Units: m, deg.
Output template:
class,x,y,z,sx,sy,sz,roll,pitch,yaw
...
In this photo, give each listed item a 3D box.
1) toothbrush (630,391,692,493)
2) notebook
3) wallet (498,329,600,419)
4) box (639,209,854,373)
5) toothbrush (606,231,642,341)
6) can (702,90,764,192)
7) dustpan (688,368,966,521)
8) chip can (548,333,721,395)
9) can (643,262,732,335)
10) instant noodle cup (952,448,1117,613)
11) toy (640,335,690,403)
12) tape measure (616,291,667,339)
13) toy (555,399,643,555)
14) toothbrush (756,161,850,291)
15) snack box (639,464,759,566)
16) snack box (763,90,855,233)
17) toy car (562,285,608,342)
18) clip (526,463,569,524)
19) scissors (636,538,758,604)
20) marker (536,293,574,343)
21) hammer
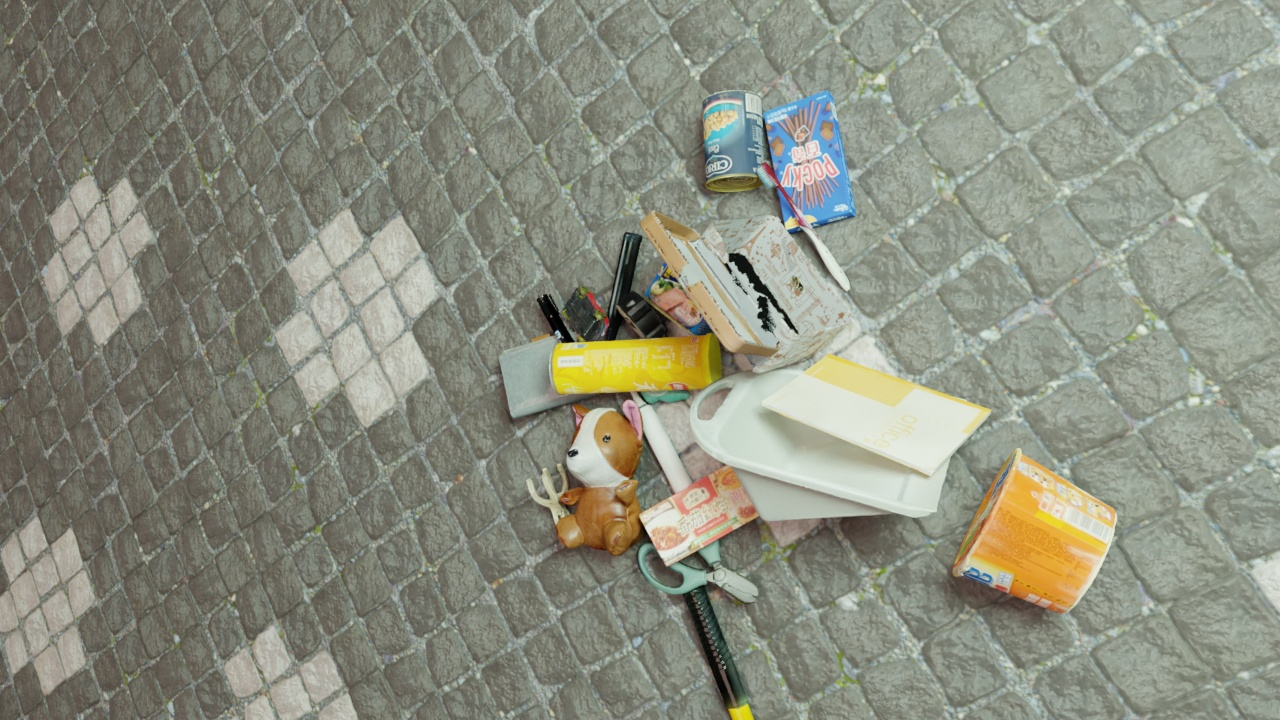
class,x,y,z,sx,sy,sz,roll,pitch,yaw
toothbrush,0.016,0.090,1.216,0.026,0.026,0.221,-23,74,-19
notebook,0.260,0.054,1.018,0.206,0.145,0.010,23,128,36
wallet,-0.128,0.015,1.285,0.130,0.037,0.106,-16,76,12
box,0.109,-0.080,1.035,0.178,0.260,0.103,56,131,18
toothbrush,-0.033,-0.068,1.242,0.027,0.026,0.212,13,91,14
can,0.117,-0.275,1.152,0.075,0.075,0.111,-4,85,27
dustpan,0.194,0.070,1.015,0.258,0.222,0.142,-18,108,35
chip can,-0.007,0.007,1.170,0.214,0.072,0.072,-3,86,18
can,0.066,-0.090,1.182,0.102,0.057,0.083,39,107,24
instant noodle cup,0.408,0.182,0.948,0.111,0.151,0.151,26,100,17
toy,0.018,0.012,1.216,0.097,0.030,0.092,-5,81,20
tape measure,-0.001,-0.058,1.206,0.033,0.066,0.066,-40,29,-4
toy,-0.053,0.150,1.204,0.140,0.130,0.199,-1,78,36
toothbrush,0.197,-0.160,1.111,0.017,0.016,0.187,-34,92,36
snack box,0.081,0.190,1.154,0.153,0.025,0.075,-30,78,7
snack box,0.208,-0.243,1.131,0.085,0.026,0.157,-13,82,26
toy car,-0.072,-0.058,1.248,0.049,0.031,0.106,-55,39,19
clip,-0.116,0.187,1.282,0.035,0.096,0.101,-21,120,24
scissors,0.064,0.274,1.160,0.129,0.019,0.185,-42,58,0
marker,-0.104,-0.033,1.257,0.132,0.022,0.020,60,157,15
hammer,0.122,0.429,1.144,0.129,0.032,0.300,-27,76,23
